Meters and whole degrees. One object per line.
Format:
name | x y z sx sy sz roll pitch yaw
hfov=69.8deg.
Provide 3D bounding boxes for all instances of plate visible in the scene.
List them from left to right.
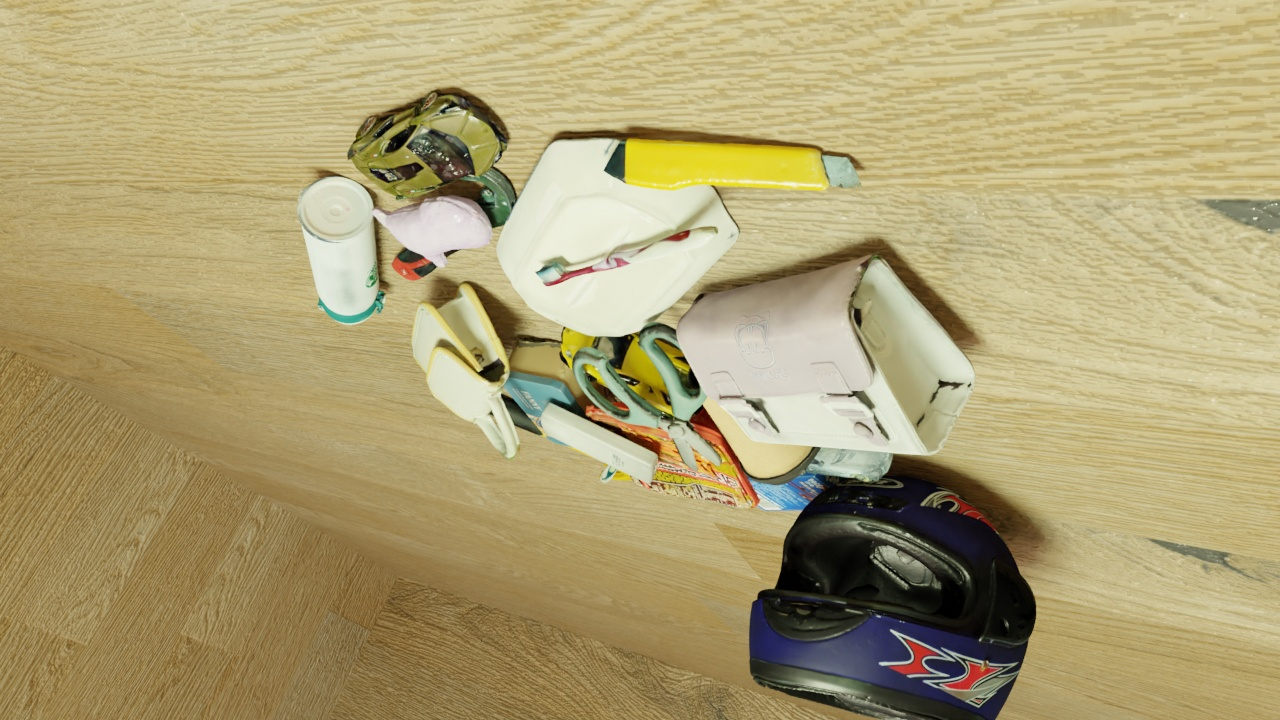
plate | -0.032 -0.083 0.746 0.162 0.034 0.266 25 153 -13

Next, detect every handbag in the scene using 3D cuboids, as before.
handbag | -0.181 0.025 0.982 0.178 0.063 0.164 59 156 7
handbag | 0.133 0.001 0.715 0.145 0.098 0.197 50 153 -21

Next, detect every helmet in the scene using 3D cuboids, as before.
helmet | 0.247 0.233 0.921 0.248 0.240 0.315 -7 152 41

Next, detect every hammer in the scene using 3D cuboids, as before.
hammer | -0.128 0.088 1.216 0.300 0.032 0.129 24 155 -4

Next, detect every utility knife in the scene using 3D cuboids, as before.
utility knife | 0.058 -0.126 0.601 0.174 0.015 0.033 8 109 19

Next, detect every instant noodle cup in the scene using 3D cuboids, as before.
instant noodle cup | 0.043 0.086 1.003 0.165 0.079 0.189 10 153 29

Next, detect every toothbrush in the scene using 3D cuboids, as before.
toothbrush | -0.032 0.132 1.163 0.016 0.018 0.192 23 155 -3
toothbrush | -0.016 -0.079 0.687 0.188 0.016 0.017 -9 133 45

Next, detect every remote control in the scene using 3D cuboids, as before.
remote control | -0.044 0.088 0.984 0.135 0.019 0.056 25 154 12

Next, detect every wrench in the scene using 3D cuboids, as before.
wrench | -0.179 -0.117 0.850 0.056 0.016 0.274 35 153 -19

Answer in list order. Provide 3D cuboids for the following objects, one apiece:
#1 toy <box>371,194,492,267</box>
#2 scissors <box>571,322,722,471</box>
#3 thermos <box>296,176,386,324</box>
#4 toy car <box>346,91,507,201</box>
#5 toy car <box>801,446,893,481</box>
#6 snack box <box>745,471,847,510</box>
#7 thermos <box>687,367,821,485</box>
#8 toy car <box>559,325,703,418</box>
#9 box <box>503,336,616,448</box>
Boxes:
toy | -0.171 -0.112 0.787 0.108 0.038 0.084 -9 143 41
scissors | 0.027 0.032 0.822 0.177 0.019 0.170 40 134 -7
thermos | -0.298 -0.100 0.931 0.073 0.073 0.225 24 157 -4
toy car | -0.169 -0.164 0.714 0.158 0.042 0.070 -7 143 44
toy car | 0.188 0.086 0.906 0.121 0.054 0.037 4 152 35
snack box | 0.176 0.148 1.080 0.084 0.026 0.157 35 153 -27
thermos | 0.108 0.049 0.866 0.093 0.092 0.143 -5 137 47
toy car | -0.005 0.005 0.885 0.156 0.071 0.041 27 157 -9
box | -0.089 0.039 1.044 0.090 0.062 0.184 9 154 27
